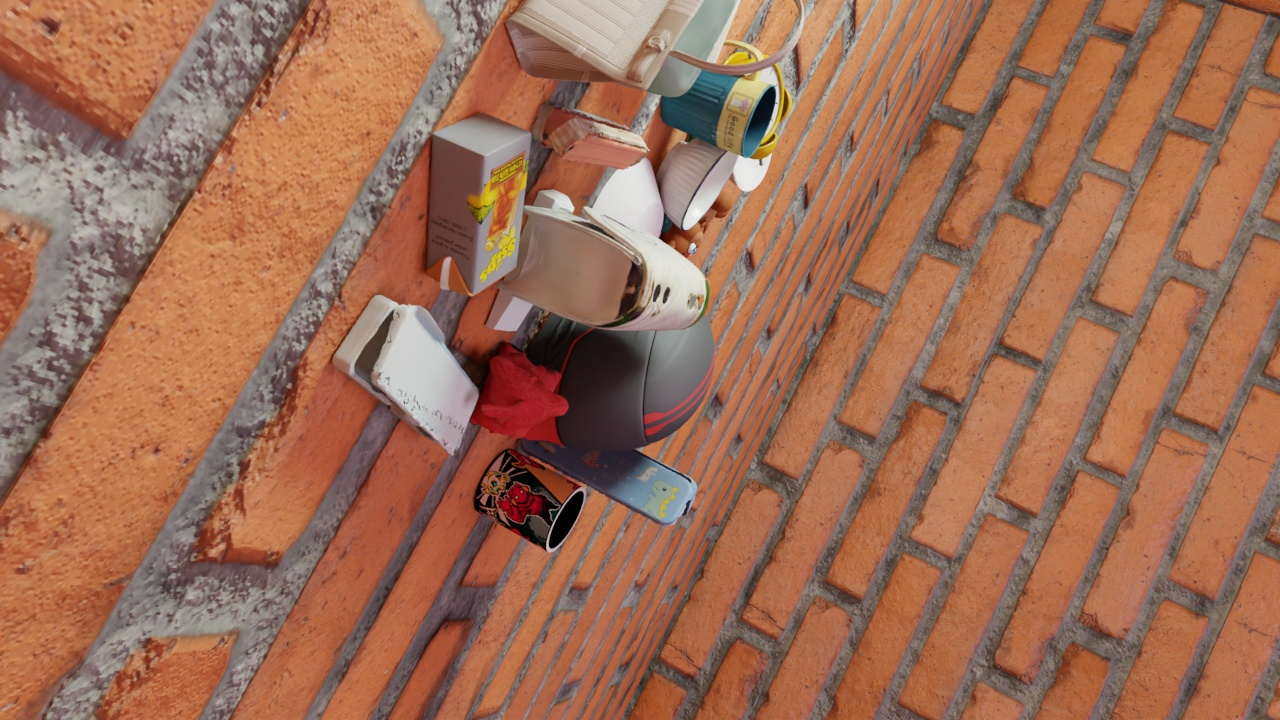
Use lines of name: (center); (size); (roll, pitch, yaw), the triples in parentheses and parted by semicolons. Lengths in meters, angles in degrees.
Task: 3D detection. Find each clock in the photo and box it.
clock: (0.146, -0.325, 1.173); (0.152, 0.052, 0.113); (36, 74, -52)

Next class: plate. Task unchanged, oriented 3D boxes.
plate: (-0.013, -0.144, 1.050); (0.173, 0.036, 0.174); (-54, 161, -30)

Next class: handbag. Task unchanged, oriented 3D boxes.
handbag: (0.029, -0.274, 0.703); (0.175, 0.198, 0.062); (-59, 163, -15)
handbag: (0.016, -0.299, 0.790); (0.122, 0.106, 0.067); (-63, 152, -3)
handbag: (-0.023, -0.080, 0.846); (0.096, 0.142, 0.198); (-71, 163, 6)

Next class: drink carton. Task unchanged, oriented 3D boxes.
drink carton: (-0.128, -0.120, 0.717); (0.076, 0.048, 0.125); (-44, 154, -48)

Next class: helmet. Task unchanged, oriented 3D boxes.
helmet: (-0.006, 0.006, 1.026); (0.164, 0.170, 0.263); (84, 29, -42)

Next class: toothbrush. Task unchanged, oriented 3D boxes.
toothbrush: (0.055, -0.248, 1.140); (0.017, 0.016, 0.190); (-23, 136, -60)

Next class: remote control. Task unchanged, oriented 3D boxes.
remote control: (-0.102, -0.093, 0.878); (0.143, 0.024, 0.049); (-67, 163, 8)

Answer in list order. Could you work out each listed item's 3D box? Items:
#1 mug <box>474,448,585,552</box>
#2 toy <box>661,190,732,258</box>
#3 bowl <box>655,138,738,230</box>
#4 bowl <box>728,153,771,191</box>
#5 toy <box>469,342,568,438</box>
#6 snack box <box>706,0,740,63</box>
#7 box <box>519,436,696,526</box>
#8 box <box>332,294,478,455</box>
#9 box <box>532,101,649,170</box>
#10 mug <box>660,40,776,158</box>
mug: (-0.124, 0.167, 1.061); (0.081, 0.098, 0.118); (-57, 162, -22)
toy: (0.065, -0.169, 1.206); (0.127, 0.065, 0.095); (-59, 171, -1)
bowl: (0.059, -0.221, 1.095); (0.118, 0.062, 0.118); (-52, 170, -13)
bowl: (0.137, -0.291, 1.261); (0.109, 0.041, 0.110); (-29, 127, -47)
toy: (-0.126, 0.050, 0.885); (0.094, 0.088, 0.132); (-54, -175, 11)
snack box: (0.048, -0.347, 0.894); (0.083, 0.061, 0.105); (-67, 163, 7)
box: (-0.038, 0.133, 1.077); (0.077, 0.209, 0.074); (-53, 161, -32)
box: (-0.185, 0.014, 0.766); (0.199, 0.066, 0.083); (72, 21, -66)
box: (-0.049, -0.210, 0.868); (0.058, 0.062, 0.188); (-42, 172, 18)
mug: (0.091, -0.297, 1.018); (0.083, 0.107, 0.114); (-36, 148, -54)
